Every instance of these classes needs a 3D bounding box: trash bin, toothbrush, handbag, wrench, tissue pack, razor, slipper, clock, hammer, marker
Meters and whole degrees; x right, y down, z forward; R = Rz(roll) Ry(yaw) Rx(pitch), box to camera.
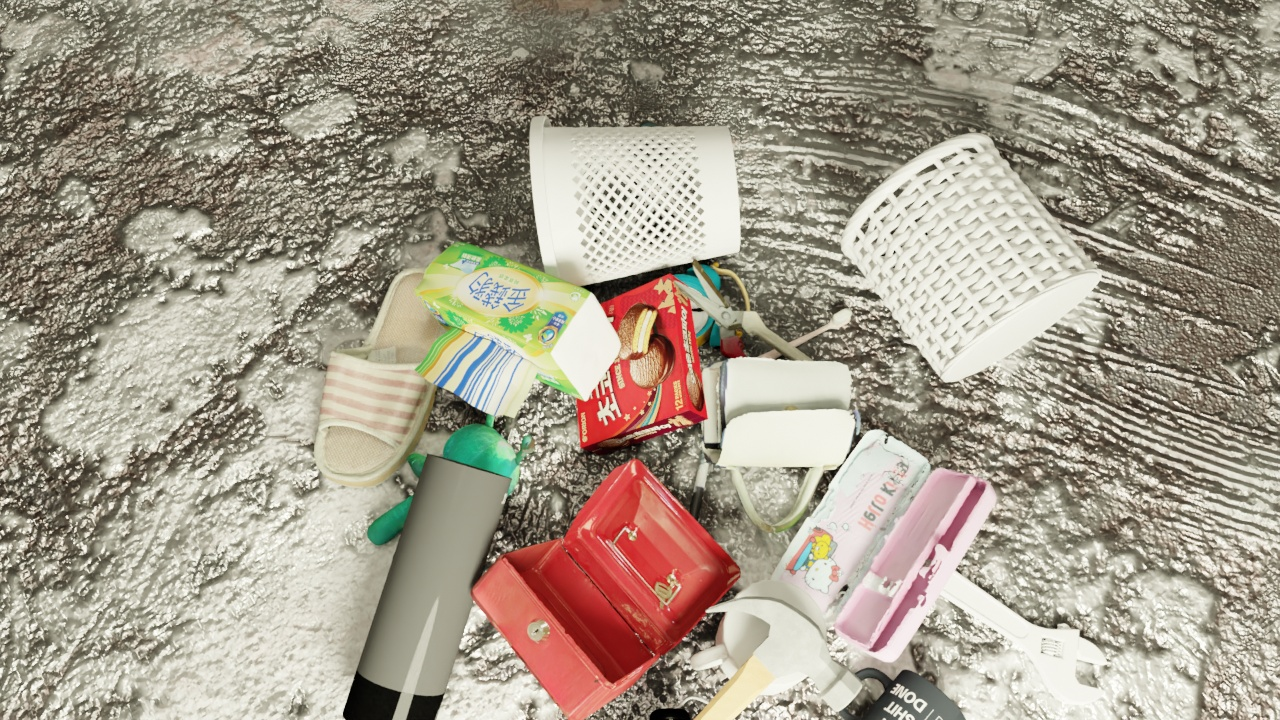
[{"bbox_3d":[-0.002,-0.171,0.979,0.199,0.196,0.195,-6,65,2],"label":"trash bin"},{"bbox_3d":[0.157,-0.013,1.014,0.181,0.018,0.015,-27,68,-11],"label":"toothbrush"},{"bbox_3d":[0.140,0.086,0.924,0.151,0.074,0.176,3,85,-16],"label":"handbag"},{"bbox_3d":[0.328,0.236,0.900,0.273,0.018,0.066,34,70,15],"label":"wrench"},{"bbox_3d":[-0.142,-0.018,0.932,0.198,0.120,0.141,21,69,34],"label":"tissue pack"},{"bbox_3d":[0.011,-0.216,1.095,0.052,0.047,0.142,-13,66,21],"label":"razor"},{"bbox_3d":[-0.272,0.007,0.985,0.115,0.052,0.262,15,66,5],"label":"slipper"},{"bbox_3d":[0.056,-0.057,1.021,0.129,0.044,0.099,-15,66,1],"label":"clock"},{"bbox_3d":[0.028,0.335,0.774,0.328,0.039,0.131,-46,74,1],"label":"hammer"},{"bbox_3d":[0.069,0.101,0.965,0.011,0.011,0.151,11,65,5],"label":"marker"},{"bbox_3d":[0.036,0.364,0.825,0.091,0.043,0.120,30,69,13],"label":"clock"}]

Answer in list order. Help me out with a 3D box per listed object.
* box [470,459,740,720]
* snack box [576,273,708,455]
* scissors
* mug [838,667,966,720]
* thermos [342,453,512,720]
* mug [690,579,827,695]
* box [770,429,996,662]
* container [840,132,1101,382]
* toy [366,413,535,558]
[{"bbox_3d":[-0.039,0.212,0.832,0.156,0.157,0.169,44,34,19],"label":"box"},{"bbox_3d":[-0.006,0.006,0.956,0.133,0.035,0.152,-21,62,29],"label":"snack box"},{"bbox_3d":[0.116,-0.017,0.973,0.179,0.015,0.185,0,87,-25],"label":"scissors"},{"bbox_3d":[0.229,0.326,0.836,0.077,0.071,0.105,-42,45,-18],"label":"mug"},{"bbox_3d":[-0.193,0.212,0.839,0.082,0.082,0.240,16,82,7],"label":"thermos"},{"bbox_3d":[0.104,0.262,0.846,0.121,0.090,0.091,-17,66,-8],"label":"mug"},{"bbox_3d":[0.239,0.180,0.899,0.154,0.066,0.201,26,73,43],"label":"box"},{"bbox_3d":[0.341,-0.105,0.962,0.189,0.190,0.186,-27,69,-12],"label":"container"},{"bbox_3d":[-0.188,0.127,0.924,0.193,0.072,0.130,-45,73,-8],"label":"toy"}]
